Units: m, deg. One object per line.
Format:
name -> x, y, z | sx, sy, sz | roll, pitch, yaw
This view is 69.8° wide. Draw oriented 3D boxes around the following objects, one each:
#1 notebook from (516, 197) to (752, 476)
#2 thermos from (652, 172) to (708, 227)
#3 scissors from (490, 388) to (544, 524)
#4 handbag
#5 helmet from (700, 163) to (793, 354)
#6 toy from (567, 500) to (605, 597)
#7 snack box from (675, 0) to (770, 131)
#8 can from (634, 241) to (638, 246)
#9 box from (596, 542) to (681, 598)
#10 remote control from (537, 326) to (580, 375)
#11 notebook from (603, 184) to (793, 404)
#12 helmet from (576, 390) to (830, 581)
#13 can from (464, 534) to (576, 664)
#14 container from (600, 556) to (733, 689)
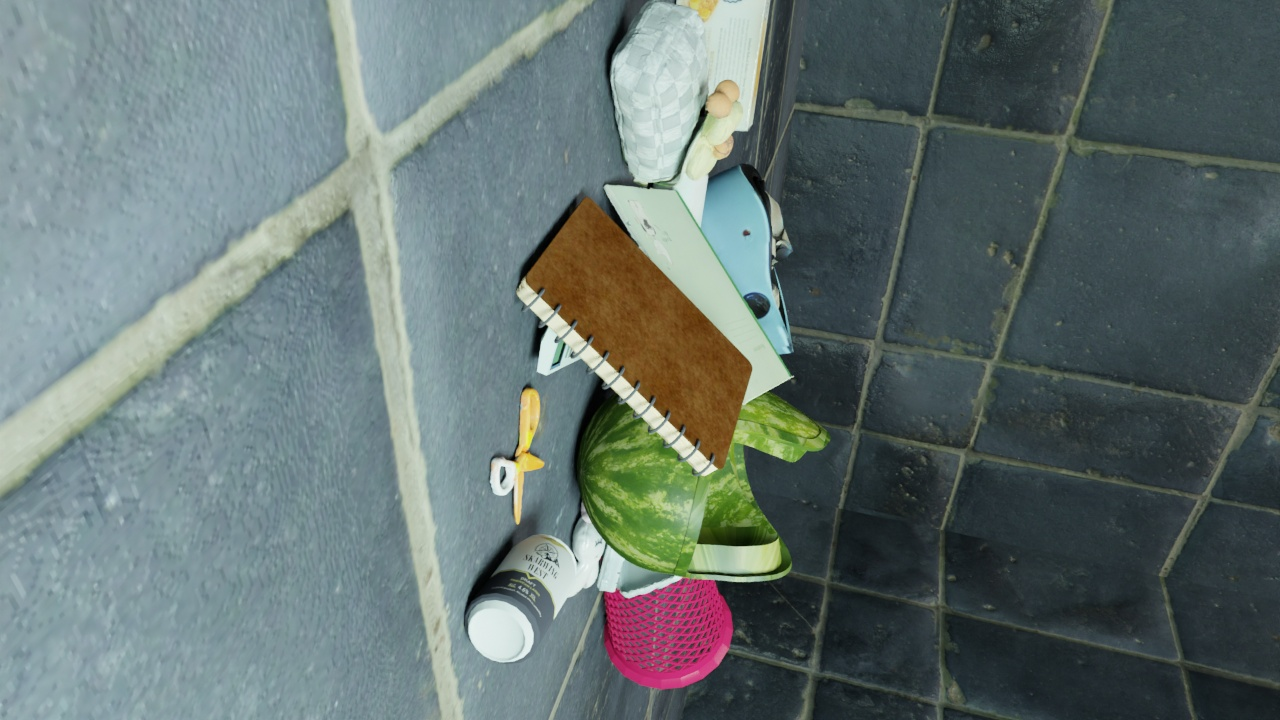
notebook -> 0.002, -0.021, 0.784 | 0.024, 0.225, 0.167 | -35, -163, 34
thermos -> 0.034, -0.118, 1.120 | 0.067, 0.068, 0.230 | -39, 138, -73
scissors -> -0.103, 0.087, 0.778 | 0.128, 0.011, 0.125 | -47, 145, -66
handbag -> 0.037, -0.248, 0.874 | 0.112, 0.123, 0.171 | -60, 162, -16
helmet -> 0.125, -0.122, 1.243 | 0.225, 0.167, 0.266 | -74, 145, -63
toy -> -0.058, 0.204, 1.038 | 0.076, 0.037, 0.125 | -11, 112, -76
snack box -> 0.092, -0.379, 1.065 | 0.057, 0.104, 0.208 | -54, 153, -64
can -> 0.007, -0.090, 1.043 | 0.097, 0.054, 0.054 | 79, 24, -61
box -> 0.015, 0.193, 1.130 | 0.215, 0.110, 0.108 | -79, -173, -48
remote control -> -0.065, -0.024, 0.818 | 0.143, 0.024, 0.049 | -34, 143, -75
notebook -> 0.067, -0.075, 0.961 | 0.252, 0.010, 0.181 | 59, 25, 6
helmet -> 0.050, 0.118, 0.981 | 0.243, 0.246, 0.213 | 43, -54, 51
can -> -0.097, 0.196, 0.777 | 0.127, 0.064, 0.064 | -51, 149, -67
container -> 0.023, 0.300, 1.233 | 0.182, 0.183, 0.226 | -68, 157, -43
